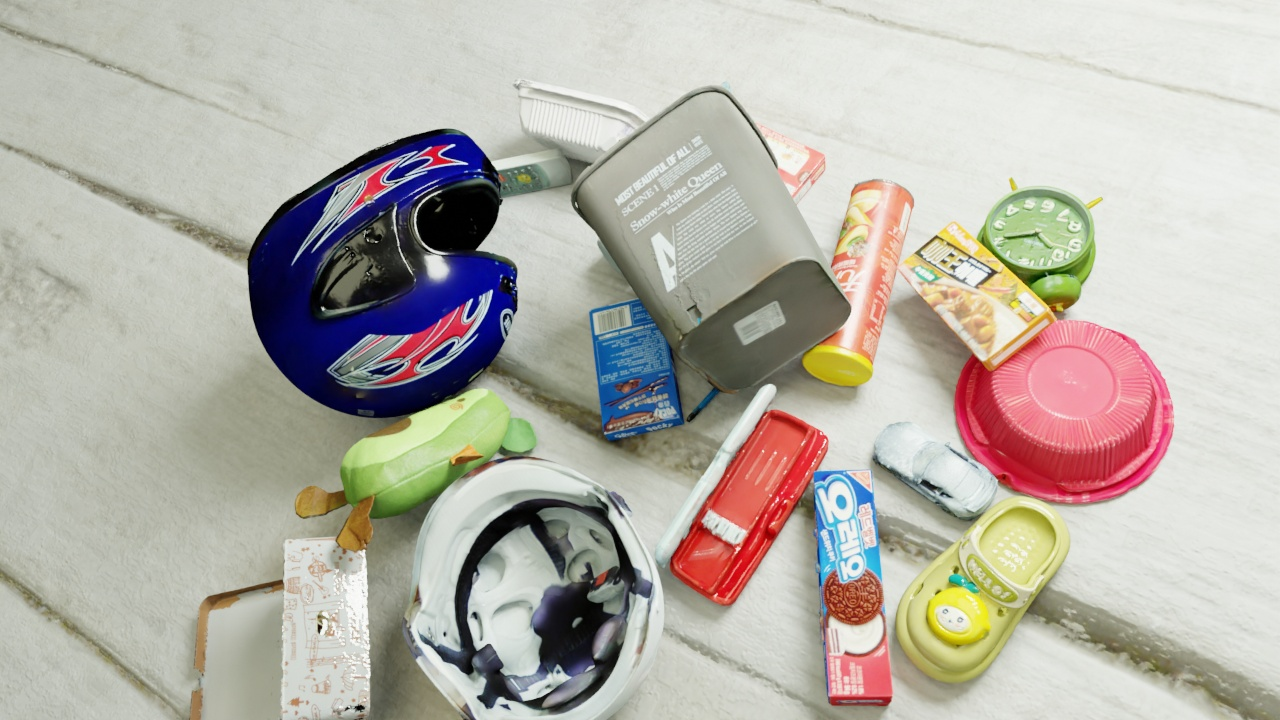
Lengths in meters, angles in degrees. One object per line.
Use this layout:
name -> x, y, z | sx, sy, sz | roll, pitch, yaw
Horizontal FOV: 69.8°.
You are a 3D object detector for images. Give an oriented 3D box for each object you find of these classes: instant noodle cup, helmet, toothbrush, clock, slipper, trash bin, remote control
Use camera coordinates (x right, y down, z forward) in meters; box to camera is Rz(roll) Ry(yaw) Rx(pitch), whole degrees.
instant noodle cup -> -0.066, -0.279, 1.116 | 0.173, 0.138, 0.060 | 18, 91, 24
helmet -> -0.252, -0.076, 0.999 | 0.315, 0.247, 0.240 | -36, 82, -10
toothbrush -> 0.112, -0.004, 0.985 | 0.189, 0.014, 0.016 | -46, 60, -8
clock -> 0.395, -0.107, 0.930 | 0.116, 0.056, 0.161 | 19, 71, 25
slipper -> 0.298, 0.188, 0.797 | 0.190, 0.082, 0.091 | -45, 58, -11
trash bin -> 0.076, -0.109, 0.903 | 0.199, 0.198, 0.219 | -35, 55, 14
remote control -> -0.155, -0.231, 1.152 | 0.135, 0.056, 0.019 | -8, 63, 11
helmet -> -0.085, 0.226, 0.851 | 0.229, 0.146, 0.258 | -39, 54, -7
instant noodle cup -> 0.396, 0.032, 0.856 | 0.194, 0.066, 0.193 | -7, 61, 12

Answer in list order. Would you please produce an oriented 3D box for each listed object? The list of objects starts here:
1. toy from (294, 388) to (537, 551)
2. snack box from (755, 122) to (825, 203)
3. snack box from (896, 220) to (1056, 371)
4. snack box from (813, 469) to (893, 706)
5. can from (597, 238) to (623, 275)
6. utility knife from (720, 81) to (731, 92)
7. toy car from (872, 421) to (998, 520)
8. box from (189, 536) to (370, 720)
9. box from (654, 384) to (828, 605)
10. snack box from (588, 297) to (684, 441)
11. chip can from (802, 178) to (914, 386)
toy -> -0.232, 0.103, 0.955 | 0.246, 0.090, 0.227 | -33, 22, -35
snack box -> 0.136, -0.240, 1.089 | 0.153, 0.025, 0.075 | 33, 76, 27
snack box -> 0.320, -0.065, 0.886 | 0.075, 0.026, 0.153 | -42, 44, 15
snack box -> 0.190, 0.202, 0.834 | 0.058, 0.057, 0.207 | -4, 63, 11
can -> 0.020, -0.164, 1.066 | 0.146, 0.058, 0.058 | -43, 61, -7
utility knife -> 0.058, -0.273, 1.138 | 0.031, 0.020, 0.195 | 32, 72, 21
toy car -> 0.278, 0.102, 0.872 | 0.121, 0.037, 0.054 | 35, 78, 31
box -> -0.353, 0.295, 0.925 | 0.273, 0.130, 0.179 | -30, 56, 33
box -> 0.093, 0.124, 0.876 | 0.095, 0.101, 0.201 | 28, 75, 27
snack box -> -0.006, 0.006, 1.006 | 0.084, 0.026, 0.157 | -13, 61, 10
chip can -> 0.230, -0.084, 0.956 | 0.073, 0.073, 0.216 | 12, 68, 21
